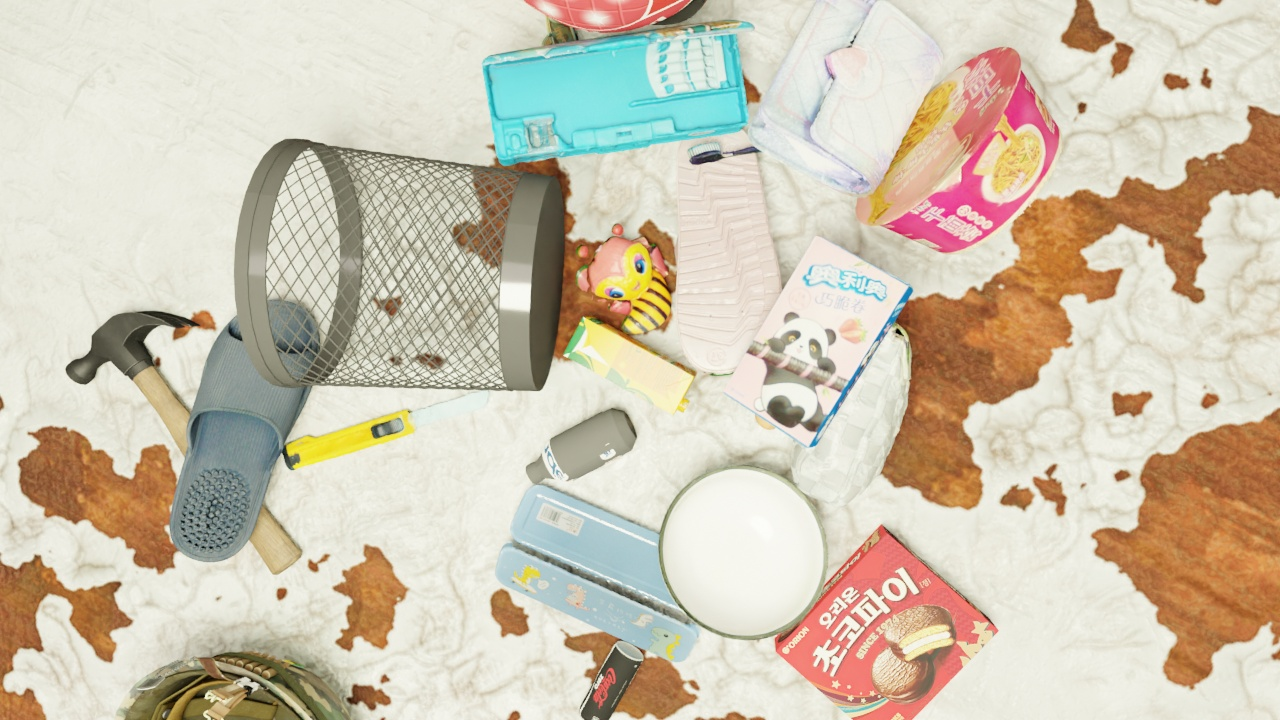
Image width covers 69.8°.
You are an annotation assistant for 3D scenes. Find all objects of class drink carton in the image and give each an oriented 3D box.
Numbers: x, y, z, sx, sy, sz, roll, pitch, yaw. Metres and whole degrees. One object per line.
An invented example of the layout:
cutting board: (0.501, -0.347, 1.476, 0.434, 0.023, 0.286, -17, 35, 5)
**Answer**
drink carton: (-0.005, 0.005, 0.860, 0.122, 0.058, 0.041, 29, 96, 4)

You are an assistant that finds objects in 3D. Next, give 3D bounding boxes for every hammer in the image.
hammer: (-0.445, 0.085, 0.932, 0.132, 0.040, 0.305, -38, 89, 11)

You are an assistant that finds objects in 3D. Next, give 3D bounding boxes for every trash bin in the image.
trash bin: (-0.193, -0.075, 0.806, 0.227, 0.217, 0.218, 5, 94, 2)

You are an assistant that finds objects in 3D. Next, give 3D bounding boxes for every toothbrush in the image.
toothbrush: (0.134, -0.202, 0.833, 0.189, 0.016, 0.017, -12, 63, -8)

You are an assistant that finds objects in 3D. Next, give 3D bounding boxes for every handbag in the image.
handbag: (0.171, 0.038, 0.818, 0.123, 0.112, 0.171, 20, 96, 15)
handbag: (0.182, -0.236, 0.800, 0.126, 0.069, 0.158, 29, 75, 2)

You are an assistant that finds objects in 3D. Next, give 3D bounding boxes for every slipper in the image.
slipper: (-0.385, 0.064, 0.873, 0.101, 0.082, 0.263, 17, 83, -11)
slipper: (0.077, -0.100, 0.844, 0.094, 0.064, 0.239, -4, 76, 5)

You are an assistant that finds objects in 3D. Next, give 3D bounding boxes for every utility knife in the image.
utility knife: (-0.257, 0.067, 0.919, 0.228, 0.019, 0.030, -18, 100, 5)

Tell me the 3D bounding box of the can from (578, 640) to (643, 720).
can: (-0.029, 0.316, 0.895, 0.031, 0.031, 0.080, 29, 96, 4)

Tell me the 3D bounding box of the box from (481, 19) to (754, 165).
box: (-0.019, -0.238, 0.777, 0.226, 0.117, 0.097, -9, 90, -4)

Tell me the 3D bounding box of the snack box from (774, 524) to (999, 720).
snack box: (0.227, 0.257, 0.858, 0.132, 0.035, 0.152, 41, 97, 3)

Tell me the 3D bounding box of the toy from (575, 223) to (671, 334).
toy: (-0.011, -0.076, 0.864, 0.084, 0.046, 0.103, -35, 99, -15)

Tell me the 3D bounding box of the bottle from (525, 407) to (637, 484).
bottle: (-0.058, 0.086, 0.878, 0.112, 0.047, 0.047, -28, 90, 8)

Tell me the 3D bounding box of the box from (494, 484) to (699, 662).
box: (-0.034, 0.208, 0.882, 0.209, 0.047, 0.122, 23, 96, 5)

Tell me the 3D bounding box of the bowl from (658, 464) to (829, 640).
bowl: (0.088, 0.177, 0.839, 0.153, 0.073, 0.153, 2, 71, -6)

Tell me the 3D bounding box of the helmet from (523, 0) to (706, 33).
helmet: (-0.016, -0.383, 0.752, 0.271, 0.198, 0.224, 12, 66, 10)

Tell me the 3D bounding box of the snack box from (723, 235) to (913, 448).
snack box: (0.144, -0.015, 0.754, 0.088, 0.033, 0.154, 34, 101, 21)

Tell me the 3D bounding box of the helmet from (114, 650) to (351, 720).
helmet: (-0.378, 0.366, 0.835, 0.224, 0.236, 0.192, 21, 90, -5)

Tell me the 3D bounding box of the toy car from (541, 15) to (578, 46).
toy car: (-0.075, -0.284, 0.857, 0.047, 0.047, 0.112, -17, 91, 2)

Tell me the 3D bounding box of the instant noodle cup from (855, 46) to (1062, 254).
instant noodle cup: (0.271, -0.165, 0.770, 0.077, 0.178, 0.179, 34, 97, -13)
